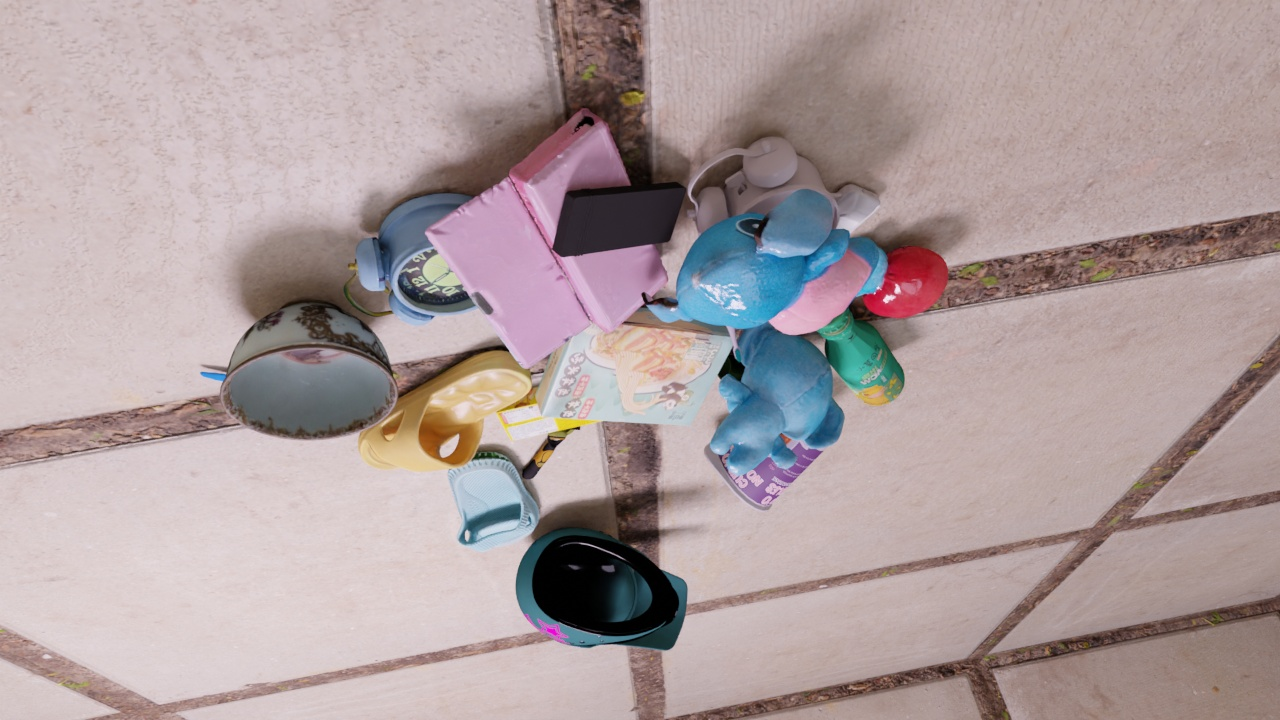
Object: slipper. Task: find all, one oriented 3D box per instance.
[{"bbox_3d":[-0.230,0.079,1.060,0.264,0.078,0.099,-32,140,26],"label":"slipper"},{"bbox_3d":[-0.204,0.214,1.283,0.116,0.069,0.277,-13,147,-5],"label":"slipper"}]

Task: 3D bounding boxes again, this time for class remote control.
[{"bbox_3d":[-0.017,-0.125,0.805,0.133,0.013,0.058,-14,134,-42],"label":"remote control"},{"bbox_3d":[0.185,-0.126,0.937,0.050,0.022,0.134,14,139,-34],"label":"remote control"}]

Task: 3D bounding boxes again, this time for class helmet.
[{"bbox_3d":[-0.057,0.360,1.421,0.275,0.176,0.200,15,162,1],"label":"helmet"}]

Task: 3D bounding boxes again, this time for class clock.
[{"bbox_3d":[0.114,-0.145,0.851,0.159,0.061,0.120,18,137,-39],"label":"clock"},{"bbox_3d":[-0.193,-0.087,0.837,0.162,0.060,0.118,-24,146,12],"label":"clock"}]

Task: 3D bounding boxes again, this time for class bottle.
[{"bbox_3d":[0.152,0.017,1.133,0.122,0.033,0.033,9,141,-31],"label":"bottle"},{"bbox_3d":[0.254,-0.014,1.087,0.068,0.068,0.209,-25,145,19],"label":"bottle"}]

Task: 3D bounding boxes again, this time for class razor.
[{"bbox_3d":[-0.126,0.121,1.212,0.044,0.021,0.144,7,145,-27],"label":"razor"}]

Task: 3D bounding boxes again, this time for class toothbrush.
[{"bbox_3d":[0.086,-0.066,0.957,0.018,0.019,0.188,-17,133,3],"label":"toothbrush"}]

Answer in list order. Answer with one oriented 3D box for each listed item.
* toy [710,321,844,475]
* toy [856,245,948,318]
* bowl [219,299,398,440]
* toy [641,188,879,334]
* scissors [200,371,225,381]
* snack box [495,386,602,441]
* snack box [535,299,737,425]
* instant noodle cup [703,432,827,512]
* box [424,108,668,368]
[{"bbox_3d":[0.147,0.053,1.066,0.180,0.115,0.183,-45,110,-15],"label":"toy"},{"bbox_3d":[0.266,-0.089,0.992,0.133,0.062,0.092,14,133,-8],"label":"toy"},{"bbox_3d":[-0.319,-0.002,0.892,0.160,0.093,0.160,-9,147,-6],"label":"bowl"},{"bbox_3d":[0.111,-0.070,0.839,0.191,0.098,0.225,7,154,-39],"label":"toy"},{"bbox_3d":[-0.403,0.025,0.980,0.126,0.013,0.126,8,143,-35],"label":"scissors"},{"bbox_3d":[-0.095,0.055,1.116,0.152,0.025,0.075,-13,147,1],"label":"snack box"},{"bbox_3d":[-0.006,0.006,1.032,0.193,0.044,0.142,5,129,-26],"label":"snack box"},{"bbox_3d":[0.174,0.115,1.228,0.136,0.121,0.122,31,119,-35],"label":"instant noodle cup"},{"bbox_3d":[-0.071,-0.091,0.829,0.179,0.040,0.233,-39,147,-6],"label":"box"}]
